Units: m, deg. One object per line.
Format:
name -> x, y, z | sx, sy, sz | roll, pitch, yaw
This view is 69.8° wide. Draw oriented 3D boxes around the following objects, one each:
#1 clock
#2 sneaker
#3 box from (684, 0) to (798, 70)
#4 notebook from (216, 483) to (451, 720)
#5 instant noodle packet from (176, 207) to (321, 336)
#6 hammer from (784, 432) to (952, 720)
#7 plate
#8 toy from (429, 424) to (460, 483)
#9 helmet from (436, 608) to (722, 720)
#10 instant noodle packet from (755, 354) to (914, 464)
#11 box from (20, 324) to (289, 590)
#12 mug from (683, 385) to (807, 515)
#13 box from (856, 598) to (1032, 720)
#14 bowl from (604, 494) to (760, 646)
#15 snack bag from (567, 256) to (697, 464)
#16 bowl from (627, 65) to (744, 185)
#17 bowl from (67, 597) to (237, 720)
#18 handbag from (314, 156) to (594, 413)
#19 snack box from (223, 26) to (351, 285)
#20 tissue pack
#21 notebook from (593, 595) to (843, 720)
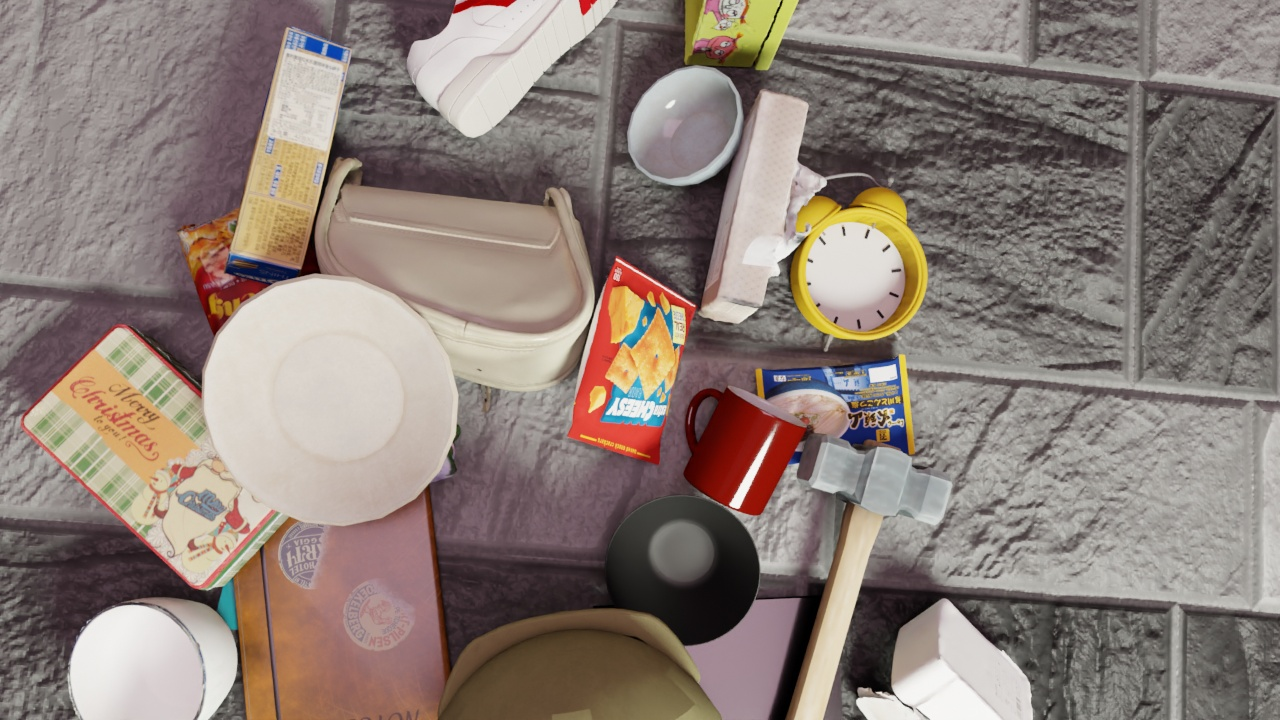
clock -> 0.186, -0.088, 0.804 | 0.113, 0.052, 0.152 | -9, 89, -6
sneaker -> -0.107, -0.310, 0.790 | 0.104, 0.090, 0.236 | 42, 86, 6
box -> 0.087, -0.335, 0.736 | 0.082, 0.221, 0.124 | 1, 81, -6
notebook -> -0.251, 0.219, 0.750 | 0.178, 0.014, 0.249 | -7, 84, -6
instant noodle packet -> -0.317, -0.068, 0.764 | 0.098, 0.040, 0.135 | -22, 85, -14
hammer -> 0.154, 0.223, 0.750 | 0.117, 0.051, 0.322 | 18, 86, -8
plate -> -0.229, 0.030, 0.689 | 0.189, 0.027, 0.189 | 0, 99, 0
toy -> -0.197, 0.084, 0.747 | 0.099, 0.036, 0.080 | -6, 43, -2
helmet -> -0.041, 0.291, 0.627 | 0.250, 0.256, 0.233 | -6, 88, -7
instant noodle packet -> 0.170, 0.044, 0.798 | 0.134, 0.026, 0.087 | -5, 89, -6
box -> -0.373, 0.076, 0.728 | 0.205, 0.050, 0.117 | 42, 78, 6
mug -> 0.075, 0.067, 0.765 | 0.106, 0.073, 0.082 | 33, 100, 39
box -> 0.237, 0.287, 0.758 | 0.110, 0.102, 0.130 | 43, 119, 1
bowl -> 0.035, 0.165, 0.755 | 0.124, 0.052, 0.124 | 0, 96, 4
snack bag -> -0.005, 0.004, 0.751 | 0.039, 0.130, 0.144 | 9, 81, 35
bowl -> 0.044, -0.197, 0.794 | 0.106, 0.039, 0.106 | -8, 74, 27
bowl -> -0.365, 0.235, 0.703 | 0.116, 0.065, 0.116 | 0, 89, 11
handbag -> -0.155, -0.066, 0.766 | 0.229, 0.132, 0.183 | 8, 58, -7
snack box -> -0.285, -0.164, 0.745 | 0.056, 0.057, 0.206 | 14, 70, -22
tissue pack -> 0.103, -0.124, 0.773 | 0.071, 0.104, 0.181 | 17, 81, -5
notebook -> 0.066, 0.278, 0.770 | 0.206, 0.016, 0.149 | -1, 83, -5
